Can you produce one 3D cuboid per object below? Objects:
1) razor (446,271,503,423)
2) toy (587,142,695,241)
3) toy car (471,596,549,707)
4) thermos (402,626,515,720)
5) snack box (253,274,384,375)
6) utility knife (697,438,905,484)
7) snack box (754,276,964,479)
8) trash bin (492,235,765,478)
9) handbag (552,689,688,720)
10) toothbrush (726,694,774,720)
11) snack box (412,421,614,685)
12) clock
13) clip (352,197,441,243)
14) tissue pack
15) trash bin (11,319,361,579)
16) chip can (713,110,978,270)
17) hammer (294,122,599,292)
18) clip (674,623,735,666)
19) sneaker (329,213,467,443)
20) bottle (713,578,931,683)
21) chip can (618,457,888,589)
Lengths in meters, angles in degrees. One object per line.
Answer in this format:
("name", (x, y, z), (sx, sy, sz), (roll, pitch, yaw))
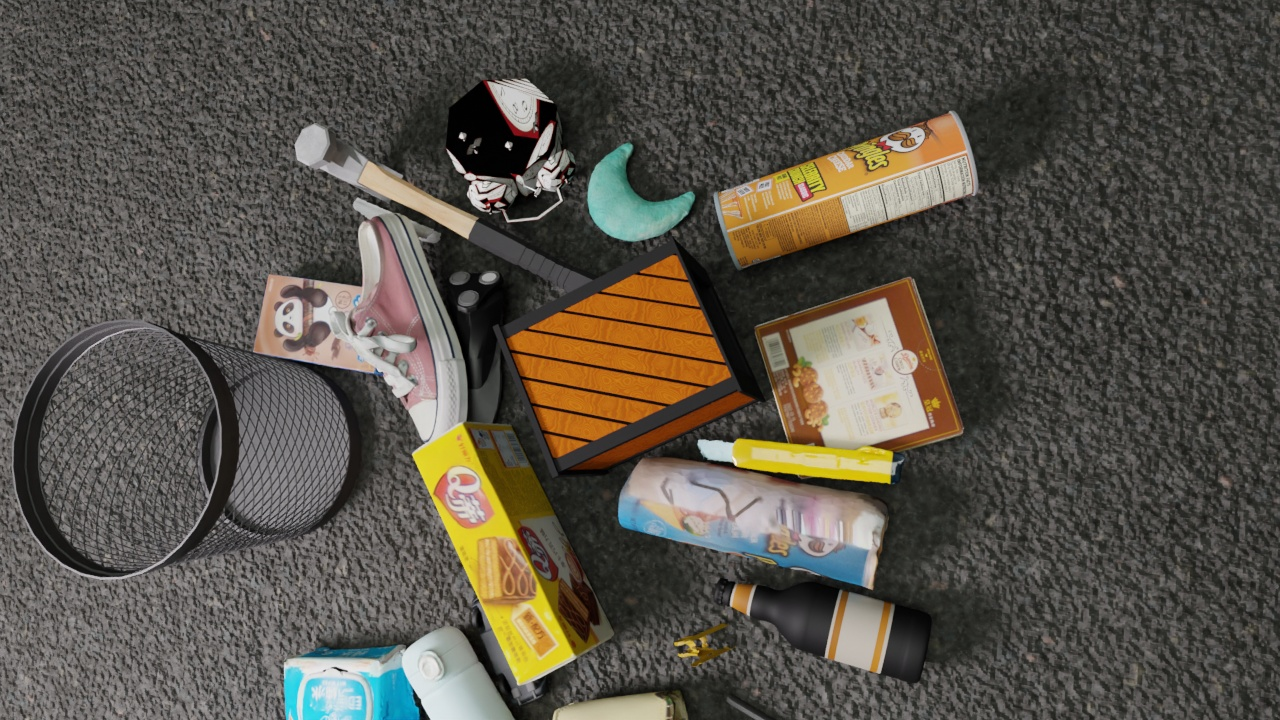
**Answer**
("razor", (-0.162, -0.009, 0.911), (0.057, 0.060, 0.156), (0, 104, 4))
("toy", (-0.007, -0.156, 0.893), (0.105, 0.033, 0.085), (41, 85, 17))
("toy car", (-0.124, 0.273, 0.878), (0.046, 0.034, 0.112), (-28, 78, 12))
("thermos", (-0.149, 0.349, 0.857), (0.065, 0.078, 0.207), (-33, 79, -2))
("snack box", (-0.330, -0.038, 0.969), (0.151, 0.034, 0.087), (9, 86, 16))
("utility knife", (0.135, 0.083, 0.791), (0.179, 0.017, 0.030), (4, 83, 17))
("snack box", (0.191, 0.017, 0.811), (0.147, 0.041, 0.143), (-18, 80, 14))
("trash bin", (-0.005, 0.005, 0.817), (0.172, 0.139, 0.139), (-26, 78, 12))
("handbag", (-0.011, 0.357, 0.817), (0.119, 0.081, 0.111), (-12, 74, 16))
("toothbrush", (0.151, 0.338, 0.805), (0.167, 0.012, 0.013), (26, 100, 17))
("snack box", (-0.116, 0.171, 0.847), (0.062, 0.110, 0.230), (-31, 77, 12))
("clock", (-0.127, -0.205, 0.897), (0.114, 0.065, 0.154), (-22, 71, -3))
("clip", (-0.267, -0.131, 0.959), (0.102, 0.050, 0.058), (23, 78, 18))
("tissue pack", (-0.287, 0.332, 0.904), (0.144, 0.061, 0.093), (-7, 82, 15))
("trash bin", (-0.413, 0.085, 0.879), (0.218, 0.227, 0.217), (-2, 84, 16))
("chip can", (0.179, -0.148, 0.814), (0.215, 0.075, 0.075), (-17, 80, 14))
("hammer", (-0.174, -0.135, 0.904), (0.328, 0.131, 0.039), (28, 92, 7))
("clip", (0.053, 0.254, 0.828), (0.049, 0.054, 0.045), (24, 112, 40))
("sneaker", (-0.238, -0.024, 0.889), (0.118, 0.087, 0.241), (-20, 87, 55))
("bottle", (0.153, 0.223, 0.792), (0.182, 0.059, 0.059), (12, 88, 17))
("chip can", (0.098, 0.136, 0.808), (0.230, 0.079, 0.080), (10, 87, 16))
